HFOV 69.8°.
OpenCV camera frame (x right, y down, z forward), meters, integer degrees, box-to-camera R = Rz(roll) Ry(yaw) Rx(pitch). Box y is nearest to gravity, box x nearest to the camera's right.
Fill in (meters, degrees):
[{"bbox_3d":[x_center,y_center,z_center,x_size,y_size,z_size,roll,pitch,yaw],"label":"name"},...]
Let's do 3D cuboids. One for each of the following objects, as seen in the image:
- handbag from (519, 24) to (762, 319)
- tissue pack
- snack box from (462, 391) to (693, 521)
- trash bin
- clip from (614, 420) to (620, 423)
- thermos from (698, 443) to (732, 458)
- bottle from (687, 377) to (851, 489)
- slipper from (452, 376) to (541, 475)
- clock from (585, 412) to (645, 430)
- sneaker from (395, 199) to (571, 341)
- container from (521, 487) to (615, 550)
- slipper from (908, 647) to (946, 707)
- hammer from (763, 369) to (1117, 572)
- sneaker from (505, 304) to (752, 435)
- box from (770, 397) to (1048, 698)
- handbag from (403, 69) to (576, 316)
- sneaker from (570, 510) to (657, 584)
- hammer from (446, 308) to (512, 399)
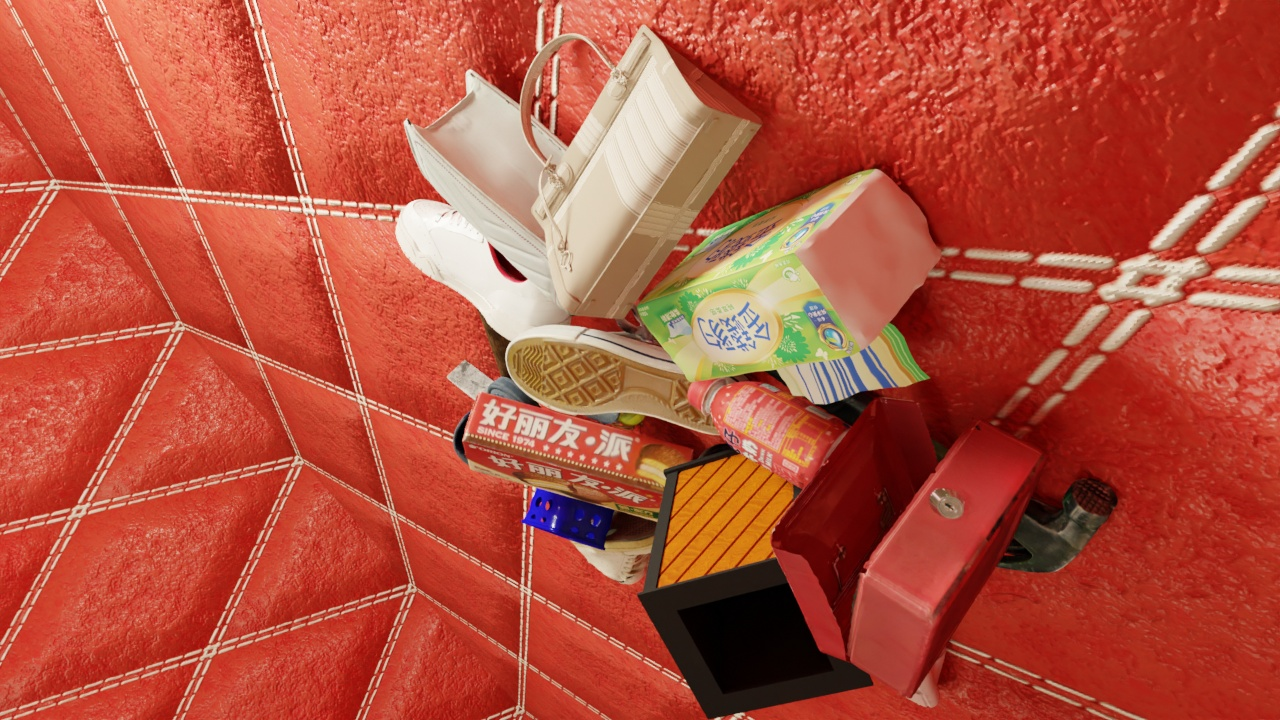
[{"bbox_3d":[-0.031,-0.162,0.669,0.176,0.062,0.198,-53,55,30],"label":"handbag"},{"bbox_3d":[0.113,-0.028,0.638,0.141,0.120,0.198,53,158,-14],"label":"tissue pack"},{"bbox_3d":[-0.067,0.107,0.989,0.236,0.060,0.113,15,156,0],"label":"snack box"},{"bbox_3d":[0.101,0.177,0.782,0.140,0.171,0.140,-19,113,18],"label":"trash bin"},{"bbox_3d":[-0.040,0.042,1.024,0.076,0.023,0.061,45,153,9],"label":"clip"},{"bbox_3d":[0.074,0.170,0.984,0.068,0.067,0.231,38,151,17],"label":"thermos"},{"bbox_3d":[0.099,0.051,0.742,0.137,0.061,0.062,29,147,33],"label":"bottle"},{"bbox_3d":[-0.181,0.100,1.139,0.101,0.082,0.264,42,156,1],"label":"slipper"},{"bbox_3d":[-0.038,0.030,0.961,0.083,0.056,0.119,15,136,36],"label":"clock"},{"bbox_3d":[-0.155,-0.120,0.926,0.236,0.090,0.104,40,131,28],"label":"sneaker"},{"bbox_3d":[-0.074,0.156,1.095,0.085,0.113,0.085,28,164,-34],"label":"container"},{"bbox_3d":[0.243,0.268,0.889,0.107,0.055,0.222,26,155,37],"label":"slipper"},{"bbox_3d":[0.190,0.053,0.714,0.319,0.032,0.130,35,150,23],"label":"hammer"},{"bbox_3d":[-0.005,0.005,0.858,0.241,0.087,0.118,12,124,15],"label":"sneaker"},{"bbox_3d":[0.190,0.127,0.612,0.127,0.157,0.137,11,137,43],"label":"box"},{"bbox_3d":[-0.100,-0.141,0.802,0.198,0.096,0.142,42,167,8],"label":"handbag"},{"bbox_3d":[-0.019,0.243,1.178,0.102,0.088,0.242,60,155,-6],"label":"sneaker"},{"bbox_3d":[-0.181,-0.010,1.104,0.218,0.037,0.301,33,155,24],"label":"hammer"}]
